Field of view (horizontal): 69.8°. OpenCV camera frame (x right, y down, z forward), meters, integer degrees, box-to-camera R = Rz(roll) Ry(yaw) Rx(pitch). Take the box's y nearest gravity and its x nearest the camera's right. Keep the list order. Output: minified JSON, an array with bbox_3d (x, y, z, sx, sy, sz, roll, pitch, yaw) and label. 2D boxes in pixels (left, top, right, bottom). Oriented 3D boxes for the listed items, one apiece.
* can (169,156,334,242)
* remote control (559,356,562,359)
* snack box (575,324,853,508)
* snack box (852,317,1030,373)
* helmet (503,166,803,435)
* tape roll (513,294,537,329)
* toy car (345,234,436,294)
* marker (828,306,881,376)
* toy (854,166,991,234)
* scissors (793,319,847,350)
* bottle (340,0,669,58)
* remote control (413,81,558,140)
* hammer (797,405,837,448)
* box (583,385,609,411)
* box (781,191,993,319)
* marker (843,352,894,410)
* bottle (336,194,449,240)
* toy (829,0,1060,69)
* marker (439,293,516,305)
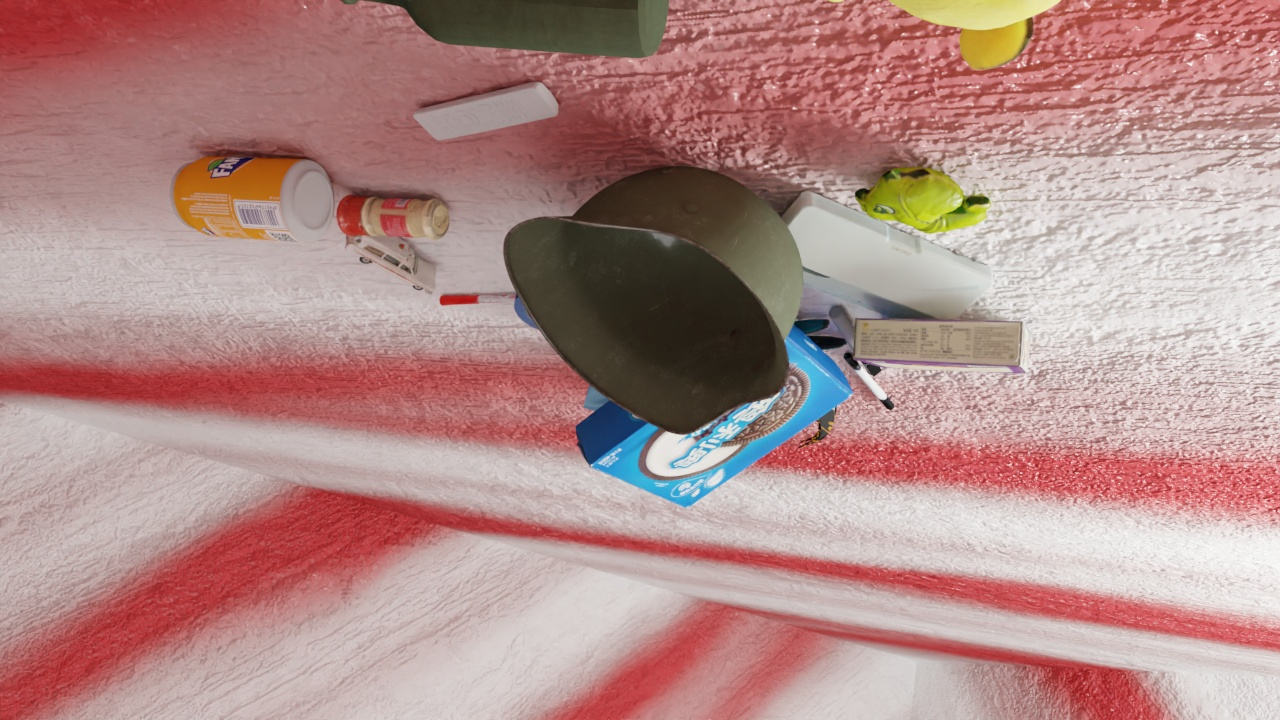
[{"bbox_3d":[-0.378,-0.158,0.896,0.143,0.079,0.079,6,158,18],"label":"can"},{"bbox_3d":[-0.062,-0.048,1.010,0.045,0.008,0.147,12,135,2],"label":"remote control"},{"bbox_3d":[0.080,0.052,0.958,0.239,0.056,0.195,-38,143,16],"label":"snack box"},{"bbox_3d":[0.287,-0.012,0.865,0.144,0.040,0.147,2,178,25],"label":"snack box"},{"bbox_3d":[0.036,-0.069,0.755,0.268,0.153,0.227,17,144,45],"label":"helmet"},{"bbox_3d":[-0.097,-0.060,1.040,0.091,0.016,0.093,11,151,-6],"label":"tape roll"},{"bbox_3d":[-0.267,-0.115,1.003,0.039,0.039,0.113,-31,136,32],"label":"toy car"},{"bbox_3d":[0.229,-0.020,0.979,0.016,0.016,0.140,-1,155,31],"label":"marker"},{"bbox_3d":[0.219,-0.121,0.708,0.094,0.036,0.093,-3,161,33],"label":"toy"},{"bbox_3d":[0.156,-0.025,1.006,0.153,0.019,0.128,14,158,-4],"label":"scissors"},{"bbox_3d":[-0.089,-0.229,0.564,0.207,0.071,0.071,8,158,12],"label":"bottle"},{"bbox_3d":[-0.125,-0.200,0.737,0.131,0.012,0.033,-1,152,33],"label":"remote control"},{"bbox_3d":[0.084,0.038,1.147,0.321,0.036,0.123,9,128,19],"label":"hammer"},{"bbox_3d":[-0.007,0.004,1.007,0.102,0.094,0.232,36,137,16],"label":"box"},{"bbox_3d":[0.197,-0.079,0.824,0.197,0.049,0.137,20,159,-17],"label":"box"},{"bbox_3d":[0.270,0.027,1.078,0.011,0.011,0.152,-3,154,35],"label":"marker"},{"bbox_3d":[-0.246,-0.142,0.912,0.109,0.044,0.044,5,158,17],"label":"bottle"},{"bbox_3d":[0.128,-0.219,0.451,0.214,0.083,0.149,14,161,4],"label":"toy"},{"bbox_3d":[-0.181,-0.073,1.088,0.142,0.012,0.013,0,155,29],"label":"marker"}]
